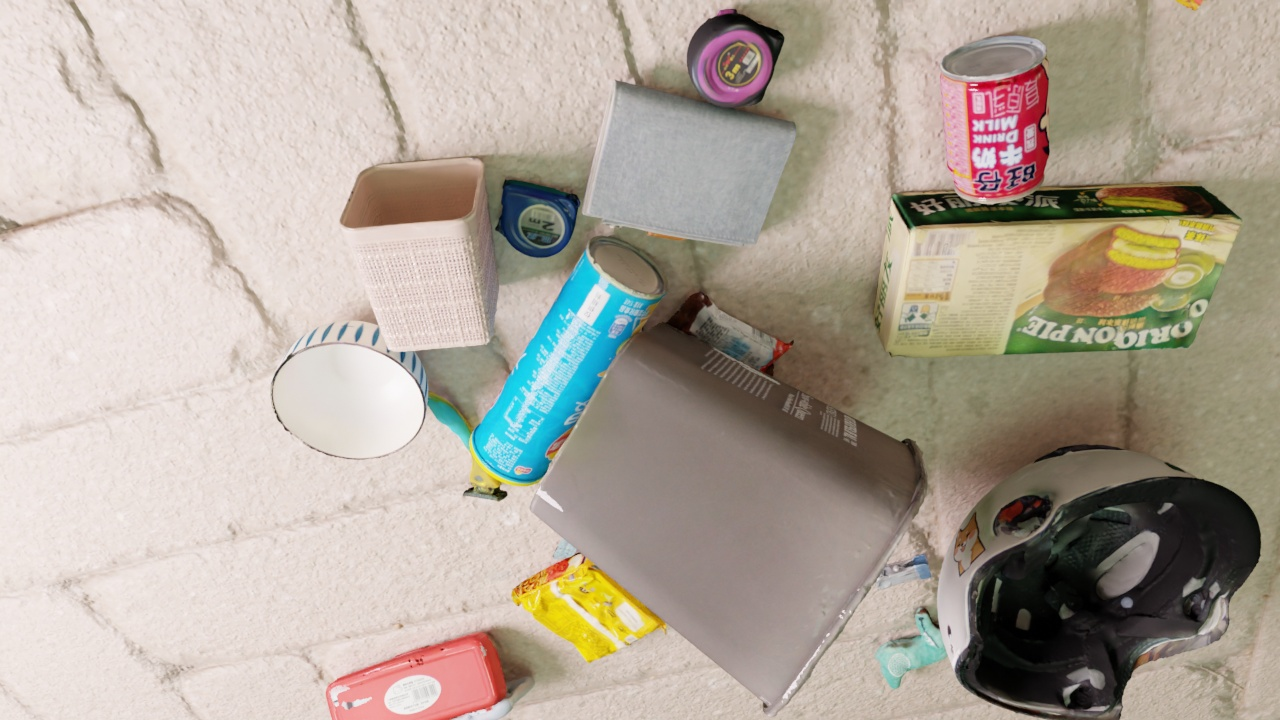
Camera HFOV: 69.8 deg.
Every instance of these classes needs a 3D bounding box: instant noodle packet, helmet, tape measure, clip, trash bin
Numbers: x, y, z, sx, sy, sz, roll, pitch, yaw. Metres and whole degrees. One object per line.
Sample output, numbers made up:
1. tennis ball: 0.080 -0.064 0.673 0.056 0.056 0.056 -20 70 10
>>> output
1. instant noodle packet: -0.047 0.247 0.916 0.111 0.044 0.128 -29 119 25
2. helmet: 0.380 0.180 0.820 0.230 0.156 0.274 24 111 -17
3. tape measure: 0.059 -0.198 0.602 0.058 0.039 0.057 7 125 -14
4. clip: 0.262 0.214 0.922 0.058 0.037 0.026 -15 128 9
5. tape measure: -0.075 -0.104 0.672 0.058 0.025 0.055 13 126 -1
6. trash bin: 0.062 0.094 0.673 0.220 0.198 0.199 33 102 7

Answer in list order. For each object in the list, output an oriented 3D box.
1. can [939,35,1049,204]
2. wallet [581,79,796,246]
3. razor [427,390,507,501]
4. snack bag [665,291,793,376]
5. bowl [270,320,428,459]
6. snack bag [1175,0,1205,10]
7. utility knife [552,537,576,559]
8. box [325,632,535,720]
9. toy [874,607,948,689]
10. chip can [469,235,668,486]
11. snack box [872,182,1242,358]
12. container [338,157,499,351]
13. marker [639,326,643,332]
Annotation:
1. can: 0.240 -0.161 0.619 0.066 0.066 0.094 -14 125 7
2. wallet: 0.031 -0.133 0.648 0.129 0.037 0.107 10 125 -12
3. razor: -0.155 0.071 0.793 0.043 0.028 0.133 6 135 32
4. snack bag: 0.074 -0.018 0.740 0.105 0.026 0.045 27 129 -19
5. bowl: -0.224 0.015 0.725 0.116 0.066 0.117 -2 127 -2
6. snack bag: 0.281 -0.300 0.527 0.208 0.073 0.129 24 117 -13
7. utility knife: -0.041 0.126 0.843 0.031 0.019 0.183 21 116 -12
8. box: -0.225 0.353 0.989 0.201 0.100 0.094 -21 83 14
9. toy: 0.296 0.308 0.987 0.092 0.030 0.096 -23 116 8
10. chip can: -0.060 0.005 0.724 0.071 0.071 0.211 24 121 -19
11. snack box: 0.305 -0.067 0.693 0.240 0.063 0.115 -3 126 -1
12. container: -0.149 -0.072 0.654 0.090 0.090 0.111 -5 129 1
13. marker: -0.005 0.004 0.761 0.018 0.015 0.124 -3 123 -1
